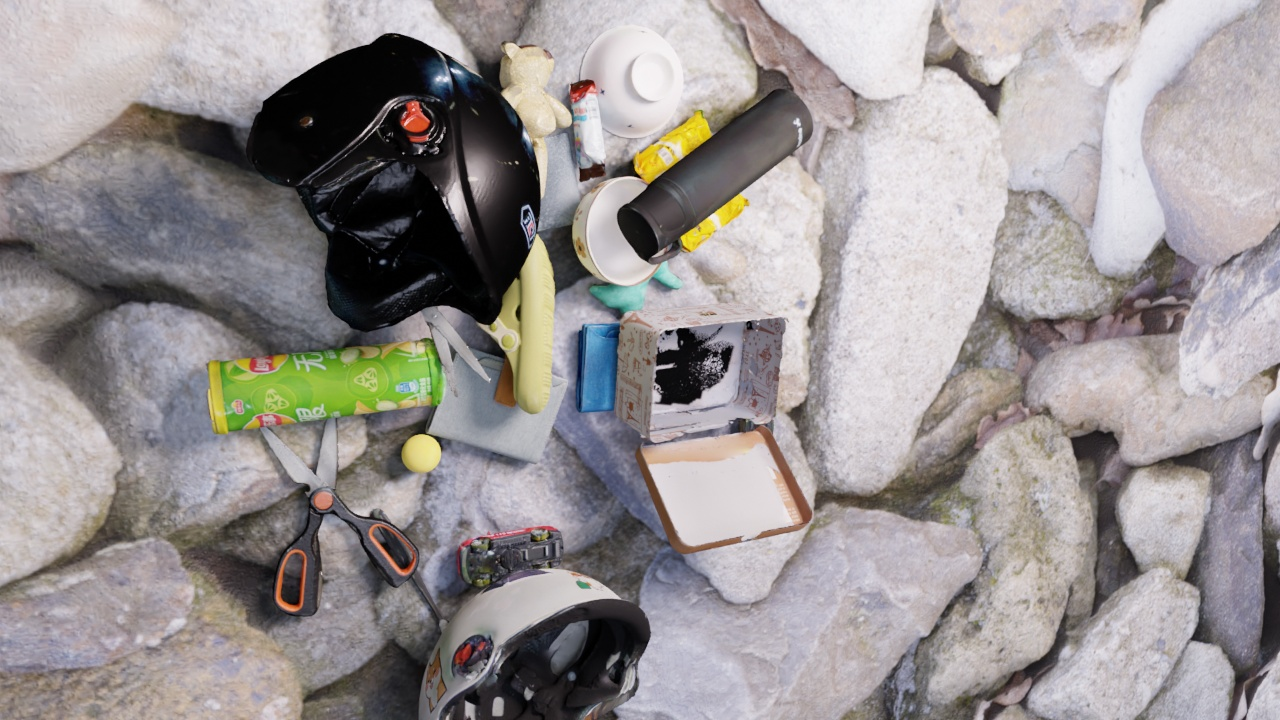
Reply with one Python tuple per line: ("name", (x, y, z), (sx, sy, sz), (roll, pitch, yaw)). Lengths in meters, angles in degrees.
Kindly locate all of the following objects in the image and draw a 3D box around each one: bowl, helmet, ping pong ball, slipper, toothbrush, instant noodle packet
("bowl", (0.002, -0.296, 0.967), (0.118, 0.065, 0.118), (-5, 103, -22))
("helmet", (-0.199, -0.156, 0.810), (0.275, 0.234, 0.229), (31, 67, 15))
("ping pong ball", (-0.230, 0.098, 0.963), (0.040, 0.040, 0.040), (-5, 102, -22))
("helmet", (-0.129, 0.324, 0.980), (0.229, 0.157, 0.274), (21, 102, -44))
("slipper", (-0.130, -0.039, 0.942), (0.081, 0.092, 0.190), (-2, 83, -1))
("toothbrush", (-0.246, 0.236, 0.999), (0.015, 0.018, 0.181), (-27, 108, -8))
("bowl", (-0.030, -0.136, 0.973), (0.113, 0.062, 0.113), (-6, 100, -40))
("instant noodle packet", (0.054, -0.197, 1.019), (0.110, 0.044, 0.128), (-40, 116, -18))

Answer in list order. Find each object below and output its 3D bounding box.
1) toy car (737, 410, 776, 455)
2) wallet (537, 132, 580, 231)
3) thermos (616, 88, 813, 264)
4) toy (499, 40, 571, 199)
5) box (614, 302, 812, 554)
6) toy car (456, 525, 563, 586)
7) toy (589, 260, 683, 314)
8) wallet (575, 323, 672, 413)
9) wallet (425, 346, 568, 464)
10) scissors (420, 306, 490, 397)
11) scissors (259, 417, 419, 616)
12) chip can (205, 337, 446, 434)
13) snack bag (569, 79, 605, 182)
("toy car", (0.138, 0.086, 1.116), (0.042, 0.035, 0.090), (-1, 101, -24))
("wallet", (-0.124, -0.182, 0.965), (0.120, 0.019, 0.097), (-15, 104, -18))
("thermos", (0.081, -0.192, 0.975), (0.242, 0.068, 0.090), (-40, 147, -23))
("toy", (-0.116, -0.238, 0.924), (0.105, 0.066, 0.157), (0, 93, -49))
("box", (0.077, 0.068, 1.005), (0.178, 0.130, 0.272), (-6, 83, -30))
("toy car", (-0.146, 0.214, 1.019), (0.120, 0.045, 0.053), (-5, 101, -27))
("toy", (0.001, -0.090, 1.027), (0.096, 0.030, 0.092), (31, 90, -27))
("wallet", (-0.006, 0.006, 1.041), (0.133, 0.040, 0.106), (-2, 105, -24))
("wallet", (-0.151, 0.047, 0.988), (0.129, 0.037, 0.106), (20, 93, -25))
("scissors", (-0.212, -0.048, 0.914), (0.166, 0.014, 0.162), (15, 71, -4))
("scissors", (-0.318, 0.162, 0.951), (0.224, 0.022, 0.221), (25, 89, -20))
("chip can", (-0.303, 0.023, 0.901), (0.221, 0.072, 0.072), (-8, 103, -21))
("snack bag", (-0.056, -0.242, 0.961), (0.026, 0.045, 0.105), (-15, 101, -43))
